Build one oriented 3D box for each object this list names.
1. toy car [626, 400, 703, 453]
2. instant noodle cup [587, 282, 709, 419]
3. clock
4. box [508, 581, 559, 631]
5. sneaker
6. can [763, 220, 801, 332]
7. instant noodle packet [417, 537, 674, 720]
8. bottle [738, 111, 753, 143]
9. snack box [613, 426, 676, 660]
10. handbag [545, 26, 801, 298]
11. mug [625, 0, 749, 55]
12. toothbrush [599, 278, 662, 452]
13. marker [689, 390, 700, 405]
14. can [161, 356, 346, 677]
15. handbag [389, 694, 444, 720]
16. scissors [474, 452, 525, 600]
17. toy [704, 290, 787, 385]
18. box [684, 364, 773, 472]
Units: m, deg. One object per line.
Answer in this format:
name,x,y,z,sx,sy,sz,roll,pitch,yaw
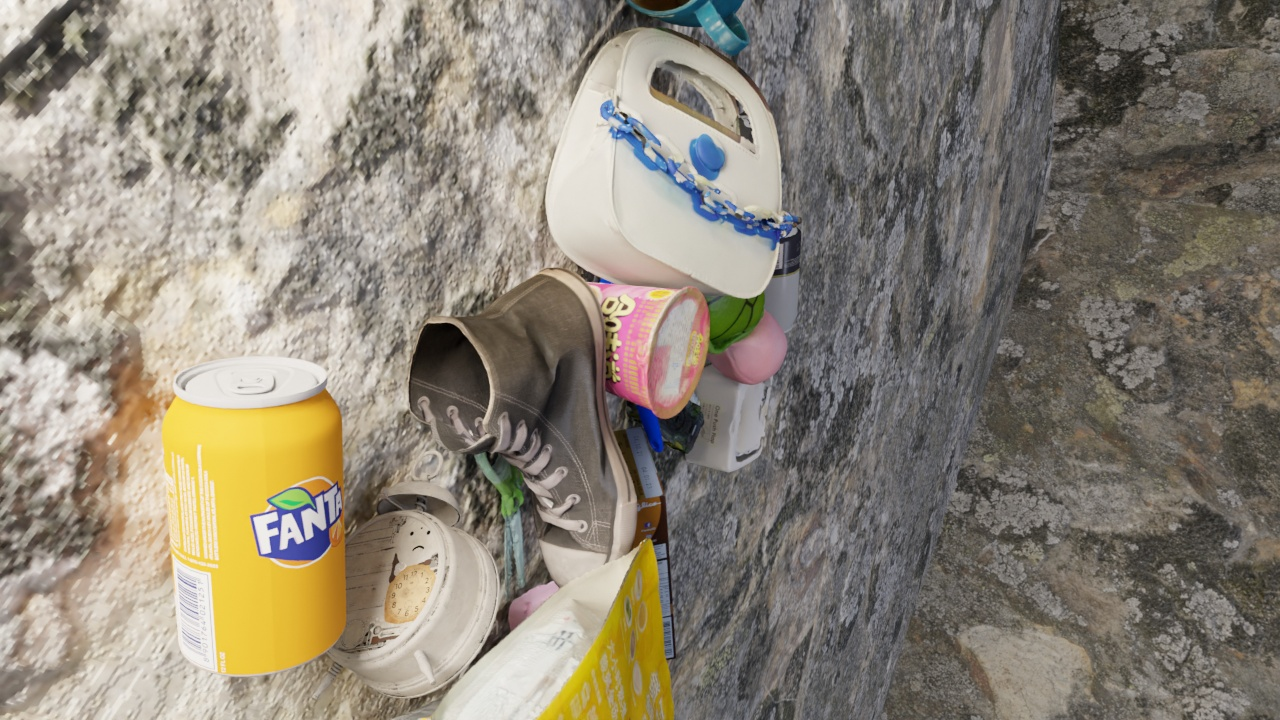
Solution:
toy car,0.020,0.048,0.861,0.105,0.033,0.048,40,68,-44
instant noodle cup,-0.018,-0.016,0.682,0.097,0.109,0.098,-34,131,-52
clock,-0.141,0.120,0.549,0.061,0.103,0.156,53,30,-47
box,-0.042,0.262,0.720,0.149,0.073,0.201,-19,99,-73
sneaker,-0.075,0.065,0.610,0.119,0.095,0.235,-25,117,-48
can,0.136,-0.084,0.979,0.064,0.064,0.127,-37,133,-50
instant noodle packet,-0.033,0.233,0.578,0.221,0.084,0.163,-36,122,-58
bottle,0.094,-0.196,0.871,0.047,0.047,0.112,38,68,-60
snack box,0.001,0.165,0.816,0.101,0.031,0.186,-111,-165,-59
handbag,0.037,-0.151,0.693,0.200,0.093,0.199,16,79,-41
mug,0.045,-0.280,0.690,0.112,0.085,0.104,59,24,4
toothbrush,-0.005,0.005,0.787,0.018,0.016,0.183,-52,135,-46
marker,0.033,0.008,0.882,0.017,0.017,0.146,-63,149,-23
can,-0.186,0.076,0.448,0.078,0.079,0.142,-22,121,-56
handbag,-0.129,0.286,0.602,0.171,0.123,0.112,-1,88,-62
scissors,-0.093,0.106,0.702,0.078,0.033,0.176,-39,139,-52
toy,0.071,-0.063,0.847,0.238,0.088,0.189,62,37,-39
box,0.105,0.060,0.978,0.102,0.076,0.107,-13,116,-58
